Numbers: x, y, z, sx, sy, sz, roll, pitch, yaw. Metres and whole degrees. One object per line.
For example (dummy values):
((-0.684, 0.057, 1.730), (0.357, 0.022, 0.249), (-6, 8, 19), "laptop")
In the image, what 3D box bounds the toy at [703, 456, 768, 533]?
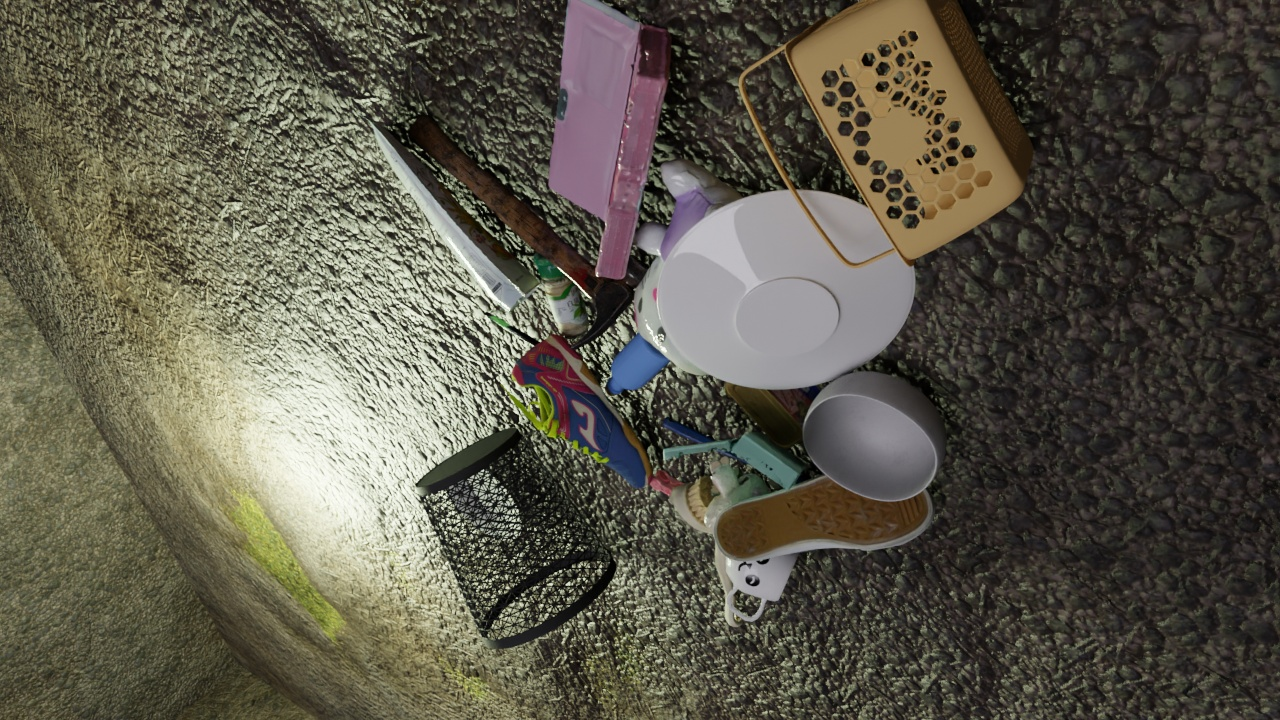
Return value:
((0.109, 0.163, 1.062), (0.050, 0.087, 0.112), (40, 156, 38), "toy")

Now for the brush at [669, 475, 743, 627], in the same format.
((0.101, 0.252, 1.174), (0.077, 0.061, 0.272), (6, 132, 30), "brush")

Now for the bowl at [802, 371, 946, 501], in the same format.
((0.229, 0.065, 0.884), (0.132, 0.064, 0.132), (21, 136, 21), "bowl")

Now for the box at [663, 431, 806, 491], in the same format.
((0.103, 0.095, 0.945), (0.138, 0.187, 0.056), (18, 90, 12), "box")

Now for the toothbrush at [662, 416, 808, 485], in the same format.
((0.109, 0.105, 1.066), (0.190, 0.016, 0.017), (23, 128, 25), "toothbrush")

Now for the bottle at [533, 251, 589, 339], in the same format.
((-0.090, -0.078, 1.062), (0.043, 0.042, 0.110), (9, 129, 36), "bottle")

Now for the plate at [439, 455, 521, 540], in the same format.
((-0.253, 0.216, 1.475), (0.173, 0.019, 0.173), (24, 136, 25), "plate")

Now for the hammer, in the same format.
((-0.143, -0.155, 1.015), (0.330, 0.033, 0.120), (42, 96, 13), "hammer")

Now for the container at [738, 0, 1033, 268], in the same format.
((0.175, -0.169, 0.683), (0.167, 0.128, 0.183), (-23, 107, 37), "container")

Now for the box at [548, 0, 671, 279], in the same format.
((-0.024, -0.214, 0.883), (0.172, 0.075, 0.234), (61, 152, 33), "box")

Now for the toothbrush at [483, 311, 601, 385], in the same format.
((-0.125, -0.018, 1.167), (0.188, 0.014, 0.017), (31, 126, 17), "toothbrush")

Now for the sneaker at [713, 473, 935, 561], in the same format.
((0.198, 0.165, 0.984), (0.236, 0.079, 0.087), (-15, 76, 25), "sneaker")

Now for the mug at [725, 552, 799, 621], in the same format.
((0.137, 0.250, 1.092), (0.076, 0.090, 0.124), (24, 101, 14), "mug")

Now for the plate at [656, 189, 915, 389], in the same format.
((0.129, -0.046, 0.816), (0.229, 0.030, 0.230), (2, 133, 2), "plate")

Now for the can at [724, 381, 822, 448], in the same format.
((0.139, 0.035, 0.945), (0.100, 0.058, 0.054), (47, 141, -1), "can")

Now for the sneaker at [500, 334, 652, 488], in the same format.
((-0.073, 0.080, 1.121), (0.242, 0.091, 0.116), (56, 169, -26), "sneaker")

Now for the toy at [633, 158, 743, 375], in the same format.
((0.050, -0.087, 0.895), (0.137, 0.085, 0.210), (52, 146, 35), "toy")

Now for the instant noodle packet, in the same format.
((-0.225, -0.173, 1.077), (0.269, 0.057, 0.147), (50, 171, -5), "instant noodle packet")

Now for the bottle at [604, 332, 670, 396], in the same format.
((-0.006, 0.006, 1.056), (0.048, 0.047, 0.131), (45, 141, 0), "bottle")

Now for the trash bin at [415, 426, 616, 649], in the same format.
((-0.187, 0.240, 1.305), (0.218, 0.216, 0.243), (-18, 103, 48), "trash bin")

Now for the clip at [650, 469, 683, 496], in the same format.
((0.044, 0.157, 1.173), (0.059, 0.041, 0.023), (34, 137, 30), "clip")
